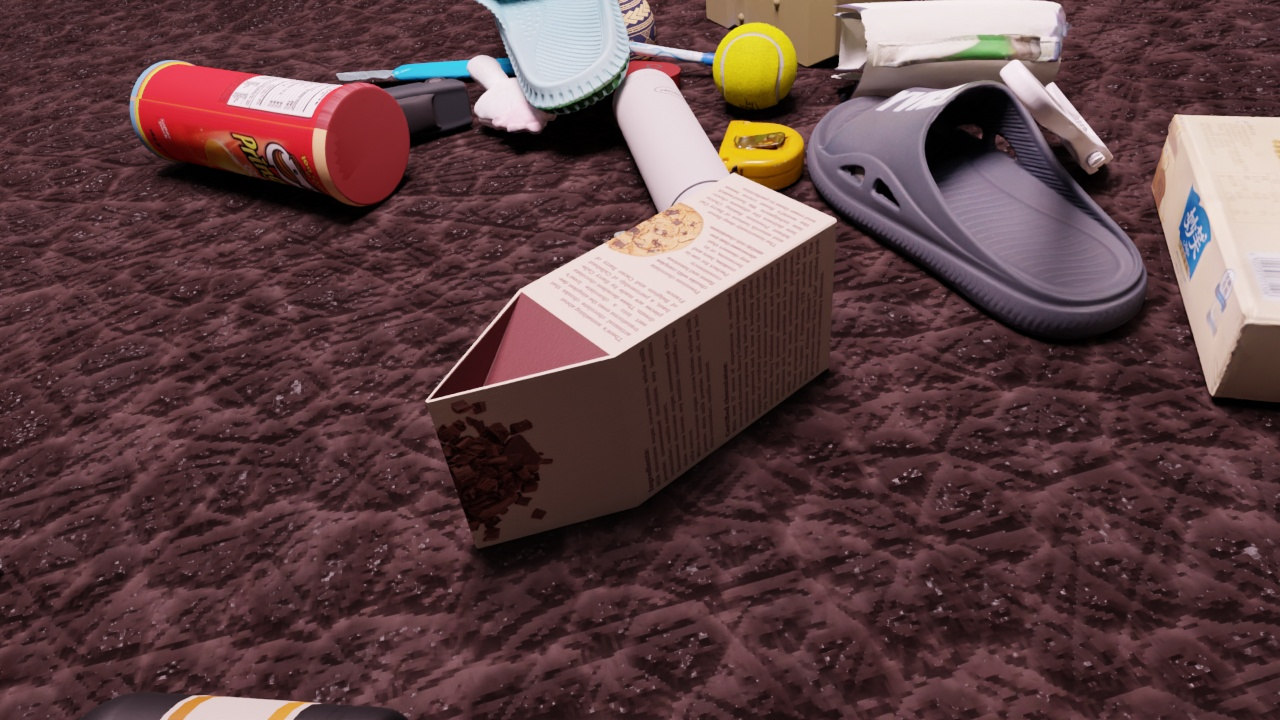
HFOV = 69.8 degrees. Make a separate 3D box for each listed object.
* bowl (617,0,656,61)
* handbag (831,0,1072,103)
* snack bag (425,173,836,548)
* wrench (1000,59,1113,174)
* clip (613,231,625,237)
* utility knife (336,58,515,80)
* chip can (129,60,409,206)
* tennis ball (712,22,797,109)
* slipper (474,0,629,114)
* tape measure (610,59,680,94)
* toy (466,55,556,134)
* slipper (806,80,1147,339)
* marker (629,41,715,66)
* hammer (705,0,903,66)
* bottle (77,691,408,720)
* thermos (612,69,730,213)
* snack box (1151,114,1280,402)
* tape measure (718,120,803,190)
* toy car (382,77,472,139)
[{"bbox_3d":[-0.041,-0.313,0.829,0.112,0.061,0.112,0,40,0],"label":"bowl"},{"bbox_3d":[0.225,-0.217,0.658,0.151,0.074,0.175,-2,22,-2],"label":"handbag"},{"bbox_3d":[-0.003,0.003,0.442,0.205,0.094,0.070,-32,46,-26],"label":"snack bag"},{"bbox_3d":[0.234,-0.138,0.517,0.066,0.018,0.272,56,29,10],"label":"wrench"},{"bbox_3d":[0.008,-0.058,0.566,0.043,0.023,0.076,-18,40,-9],"label":"clip"},{"bbox_3d":[-0.178,-0.266,0.840,0.207,0.015,0.031,-1,40,2],"label":"utility knife"},{"bbox_3d":[-0.286,-0.178,0.703,0.214,0.087,0.086,15,46,26],"label":"chip can"},{"bbox_3d":[0.090,-0.230,0.718,0.065,0.065,0.065,-4,41,4],"label":"tennis ball"},{"bbox_3d":[-0.076,-0.299,0.742,0.116,0.069,0.275,-22,50,6],"label":"slipper"},{"bbox_3d":[0.005,-0.235,0.771,0.051,0.019,0.058,19,39,25],"label":"tape measure"},{"bbox_3d":[-0.099,-0.213,0.750,0.076,0.037,0.125,-11,46,-10],"label":"toy"},{"bbox_3d":[0.193,-0.116,0.560,0.110,0.083,0.268,-21,44,-13],"label":"slipper"},{"bbox_3d":[0.042,-0.258,0.781,0.142,0.013,0.013,11,43,7],"label":"marker"},{"bbox_3d":[0.131,-0.432,0.745,0.100,0.325,0.190,-25,44,-19],"label":"hammer"},{"bbox_3d":[-0.175,0.150,0.327,0.182,0.059,0.059,0,41,9],"label":"bottle"},{"bbox_3d":[0.027,-0.131,0.622,0.052,0.052,0.224,-12,40,-5],"label":"thermos"},{"bbox_3d":[0.373,-0.059,0.484,0.153,0.055,0.206,5,42,15],"label":"snack box"},{"bbox_3d":[0.086,-0.144,0.648,0.059,0.030,0.068,4,43,16],"label":"tape measure"},{"bbox_3d":[-0.193,-0.199,0.743,0.112,0.046,0.034,-14,36,-10],"label":"toy car"}]
